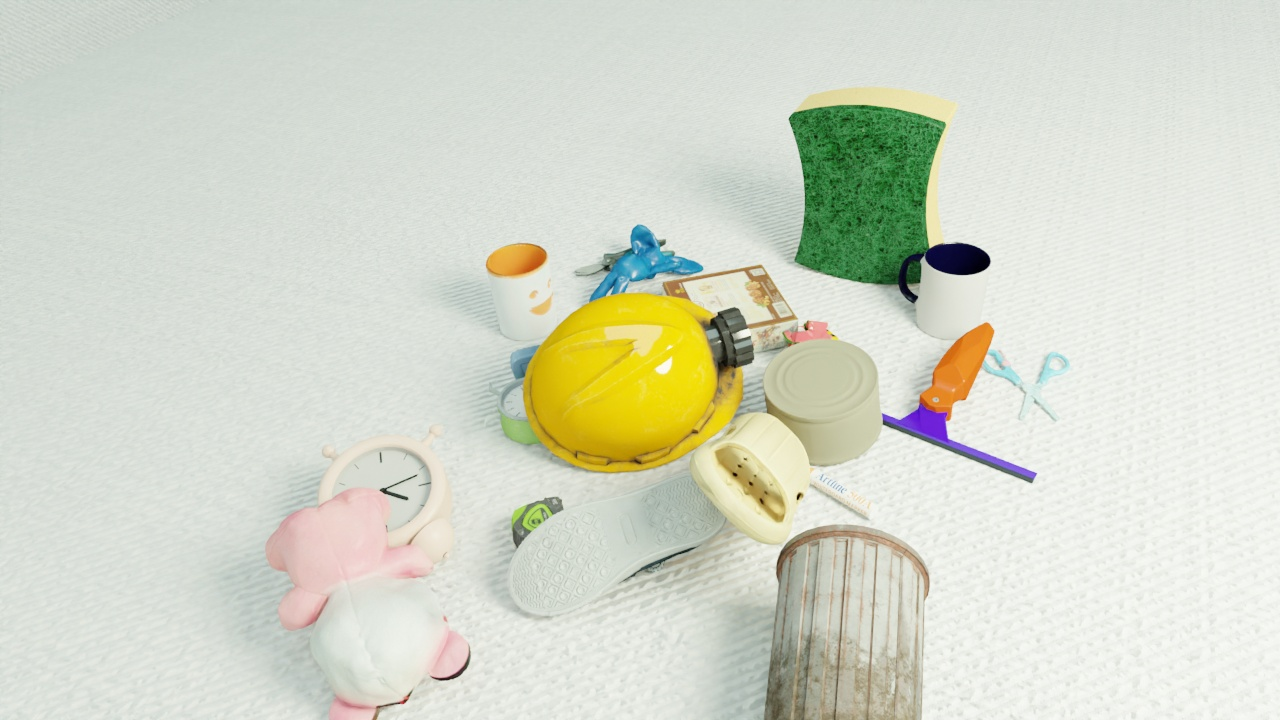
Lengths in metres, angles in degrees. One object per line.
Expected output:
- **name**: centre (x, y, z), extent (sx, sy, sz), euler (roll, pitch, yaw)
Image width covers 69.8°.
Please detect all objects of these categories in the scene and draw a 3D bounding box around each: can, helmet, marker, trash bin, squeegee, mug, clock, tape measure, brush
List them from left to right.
- **clock**: centre (-0.264, 0.153, 0.964), extent (0.131, 0.086, 0.160), euler (-11, 48, -7)
- **mug**: centre (-0.156, -0.091, 1.222), extent (0.082, 0.105, 0.082), euler (-4, 38, 3)
- **clock**: centre (-0.119, 0.057, 1.082), extent (0.119, 0.043, 0.094), euler (-5, 39, 2)
- **tape measure**: centre (-0.102, 0.174, 0.938), extent (0.058, 0.036, 0.065), euler (-6, 34, -16)
- **helmet**: centre (-0.006, 0.006, 0.995), extent (0.255, 0.131, 0.205), euler (-17, 73, -7)
- **marker**: centre (0.187, 0.125, 0.976), extent (0.017, 0.017, 0.145), euler (-33, 46, -31)
- **can**: centre (0.201, 0.044, 1.017), extent (0.128, 0.073, 0.127), euler (-9, 42, 8)
- **trash bin**: centre (0.166, 0.242, 0.743), extent (0.131, 0.131, 0.210), euler (5, 41, 13)
- **brush**: centre (0.306, -0.228, 1.219), extent (0.195, 0.250, 0.075), euler (12, 41, 27)
- **mug**: centre (0.380, -0.094, 1.163), extent (0.112, 0.097, 0.078), euler (27, 48, 34)
- **squeegee**: centre (0.362, 0.018, 1.057), extent (0.250, 0.055, 0.184), euler (23, 54, 31)

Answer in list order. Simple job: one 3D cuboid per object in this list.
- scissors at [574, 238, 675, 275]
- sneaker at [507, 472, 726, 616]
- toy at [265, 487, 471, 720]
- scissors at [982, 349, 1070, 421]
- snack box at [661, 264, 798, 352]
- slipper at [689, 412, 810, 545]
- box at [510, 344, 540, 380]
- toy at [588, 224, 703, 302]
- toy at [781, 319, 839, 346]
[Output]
- **scissors**: centre (-0.020, -0.152, 1.353), extent (0.131, 0.019, 0.149), euler (12, 43, 24)
- **sneaker**: centre (-0.016, 0.173, 0.890), extent (0.236, 0.087, 0.089), euler (-23, 78, 5)
- **toy**: centre (-0.253, 0.220, 0.832), extent (0.141, 0.084, 0.213), euler (-26, 65, -14)
- **scissors**: centre (0.467, 0.024, 1.077), extent (0.119, 0.015, 0.138), euler (-14, 45, -8)
- **snack box**: centre (0.114, -0.063, 1.204), extent (0.147, 0.041, 0.143), euler (-12, 39, -8)
- **slipper**: centre (0.122, 0.100, 0.870), extent (0.111, 0.079, 0.261), euler (48, 12, 8)
- **box**: centre (-0.055, -0.020, 1.136), extent (0.210, 0.073, 0.078), euler (-12, 39, 3)
- **toy**: centre (-0.003, -0.130, 1.286), extent (0.113, 0.071, 0.175), euler (35, 52, 26)
- **toy**: centre (0.214, -0.014, 1.124), extent (0.084, 0.046, 0.103), euler (31, 40, 14)
